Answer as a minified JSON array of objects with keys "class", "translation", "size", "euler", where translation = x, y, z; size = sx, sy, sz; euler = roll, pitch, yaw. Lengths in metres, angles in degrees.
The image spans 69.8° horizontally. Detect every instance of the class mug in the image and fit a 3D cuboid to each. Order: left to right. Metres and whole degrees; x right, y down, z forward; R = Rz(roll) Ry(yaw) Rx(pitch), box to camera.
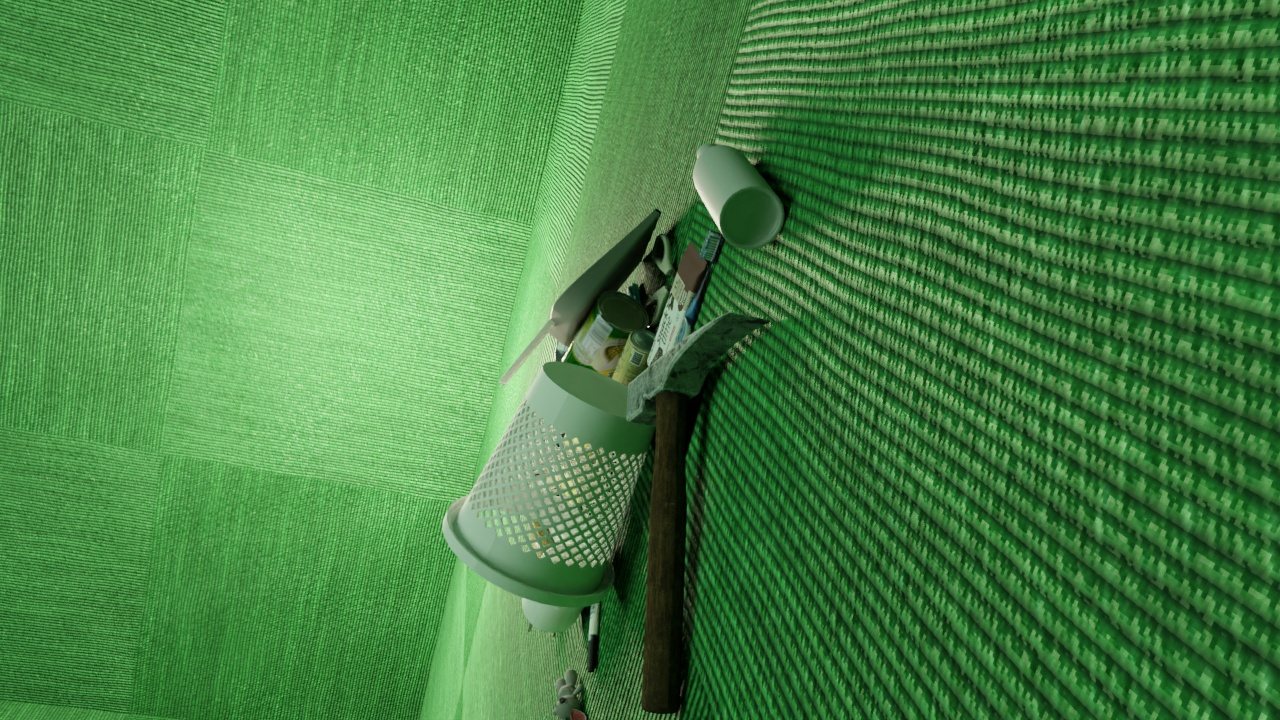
[{"class":"mug","translation":[-0.089,0.263,1.115],"size":[0.110,0.074,0.091],"euler":[-55,-6,-42]}]

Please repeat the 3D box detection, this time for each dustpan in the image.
[{"class":"dustpan","translation":[-0.075,-0.063,1.097],"size":[0.257,0.033,0.163],"euler":[-52,-2,-16]}]

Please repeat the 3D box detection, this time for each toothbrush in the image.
[{"class":"toothbrush","translation":[0.045,-0.042,0.904],"size":[0.016,0.017,0.189],"euler":[-104,29,-60]}]

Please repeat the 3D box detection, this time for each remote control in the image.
[{"class":"remote control","translation":[0.039,0.056,0.853],"size":[0.034,0.013,0.150],"euler":[-120,44,-71]}]

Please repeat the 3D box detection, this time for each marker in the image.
[{"class":"marker","translation":[-0.051,0.279,1.046],"size":[0.011,0.011,0.151],"euler":[118,160,-51]}]

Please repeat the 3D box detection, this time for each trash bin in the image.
[{"class":"trash bin","translation":[-0.081,0.120,0.974],"size":[0.200,0.195,0.195],"euler":[-65,16,13]}]

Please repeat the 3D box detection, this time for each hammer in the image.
[{"class":"hammer","translation":[0.037,0.125,0.738],"size":[0.218,0.037,0.300],"euler":[139,137,-62]}]

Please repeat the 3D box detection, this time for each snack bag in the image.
[{"class":"snack bag","translation":[0.034,-0.041,0.945],"size":[0.057,0.013,0.158],"euler":[-114,37,-56]}]

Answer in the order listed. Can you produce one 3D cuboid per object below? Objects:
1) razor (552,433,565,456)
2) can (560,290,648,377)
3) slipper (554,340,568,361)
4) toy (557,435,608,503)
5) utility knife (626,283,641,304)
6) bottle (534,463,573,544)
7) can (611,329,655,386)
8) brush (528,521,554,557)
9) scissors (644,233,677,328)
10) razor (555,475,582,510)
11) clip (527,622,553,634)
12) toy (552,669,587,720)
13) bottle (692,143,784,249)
[{"class":"razor","translation":[-0.100,0.074,1.196],"size":[0.022,0.042,0.144],"euler":[37,131,34]},{"class":"can","translation":[-0.045,-0.017,1.077],"size":[0.121,0.067,0.067],"euler":[-56,24,38]},{"class":"slipper","translation":[-0.071,-0.034,1.251],"size":[0.268,0.083,0.111],"euler":[-139,64,-75]},{"class":"toy","translation":[-0.071,0.111,1.153],"size":[0.170,0.064,0.155],"euler":[-101,15,-77]},{"class":"utility knife","translation":[-0.004,-0.051,1.124],"size":[0.178,0.015,0.022],"euler":[-100,24,-61]},{"class":"bottle","translation":[-0.109,0.188,1.181],"size":[0.116,0.041,0.041],"euler":[64,159,7]},{"class":"can","translation":[-0.006,0.006,1.033],"size":[0.038,0.038,0.080],"euler":[-92,19,-46]},{"class":"brush","translation":[-0.132,0.240,1.319],"size":[0.195,0.059,0.043],"euler":[-133,47,-77]},{"class":"scissors","translation":[0.030,-0.086,1.019],"size":[0.166,0.012,0.157],"euler":[112,157,-43]},{"class":"razor","translation":[-0.101,0.187,1.268],"size":[0.151,0.054,0.067],"euler":[-89,23,-62]},{"class":"clip","translation":[-0.135,0.339,1.305],"size":[0.052,0.058,0.102],"euler":[-20,55,46]},{"class":"toy","translation":[-0.081,0.390,1.030],"size":[0.049,0.030,0.111],"euler":[-46,17,8]},{"class":"bottle","translation":[0.076,-0.154,0.797],"size":[0.195,0.052,0.053],"euler":[-104,28,-62]}]
